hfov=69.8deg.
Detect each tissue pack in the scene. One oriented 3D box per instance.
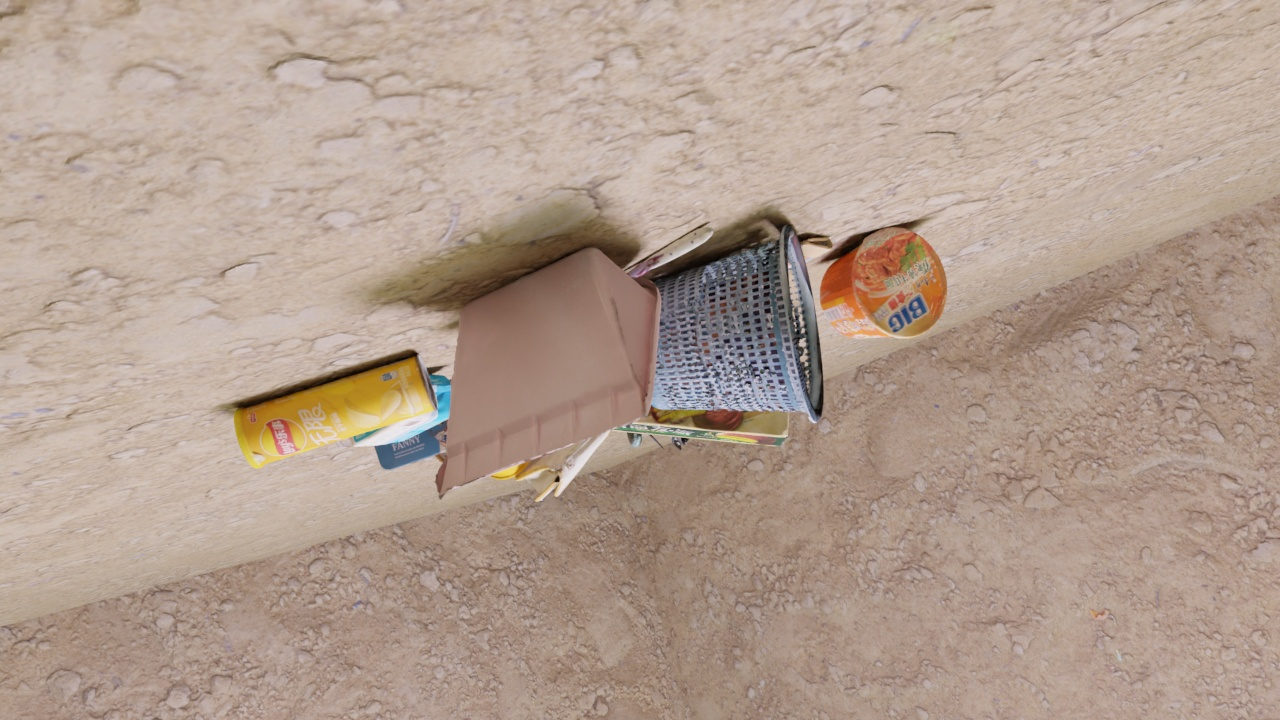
[{"bbox_3d":[-0.306,0.061,1.167,0.140,0.063,0.089,-27,166,33],"label":"tissue pack"}]

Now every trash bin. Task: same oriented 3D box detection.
[{"bbox_3d":[0.097,-0.029,1.070,0.195,0.226,0.226,-8,174,17],"label":"trash bin"}]

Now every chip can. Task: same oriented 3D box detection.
[{"bbox_3d":[-0.345,0.056,1.047,0.213,0.072,0.072,-18,171,-8],"label":"chip can"}]

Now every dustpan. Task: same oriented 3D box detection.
[{"bbox_3d":[-0.070,0.007,0.907,0.223,0.272,0.139,-19,146,21],"label":"dustpan"}]

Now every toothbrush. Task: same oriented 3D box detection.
[{"bbox_3d":[0.008,-0.101,0.995,0.188,0.016,0.017,-26,176,38],"label":"toothbrush"}]

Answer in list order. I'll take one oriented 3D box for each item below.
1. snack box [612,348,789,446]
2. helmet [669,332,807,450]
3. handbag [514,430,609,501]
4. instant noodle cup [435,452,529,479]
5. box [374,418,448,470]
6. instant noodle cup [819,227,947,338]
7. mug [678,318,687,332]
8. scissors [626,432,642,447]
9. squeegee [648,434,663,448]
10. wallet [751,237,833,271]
[{"bbox_3d":[0.072,0.041,1.186,0.240,0.114,0.063,6,162,2],"label":"snack box"},{"bbox_3d":[0.139,0.026,1.550,0.273,0.157,0.231,-25,175,-40],"label":"helmet"},{"bbox_3d":[-0.094,0.134,1.411,0.179,0.063,0.162,-32,-166,49],"label":"handbag"},{"bbox_3d":[-0.242,0.109,1.388,0.138,0.138,0.109,-24,161,27],"label":"instant noodle cup"},{"bbox_3d":[-0.293,0.090,1.283,0.184,0.090,0.059,-21,177,7],"label":"box"},{"bbox_3d":[0.327,-0.097,1.268,0.151,0.151,0.112,-15,178,-21],"label":"instant noodle cup"},{"bbox_3d":[0.060,-0.050,1.235,0.124,0.084,0.104,7,165,-6],"label":"mug"},{"bbox_3d":[0.014,0.076,1.512,0.019,0.170,0.180,0,-164,-24],"label":"scissors"},{"bbox_3d":[-0.112,0.035,1.326,0.250,0.247,0.040,0,-129,47],"label":"squeegee"},{"bbox_3d":[0.178,-0.126,1.165,0.115,0.024,0.087,-24,174,32],"label":"wallet"}]
